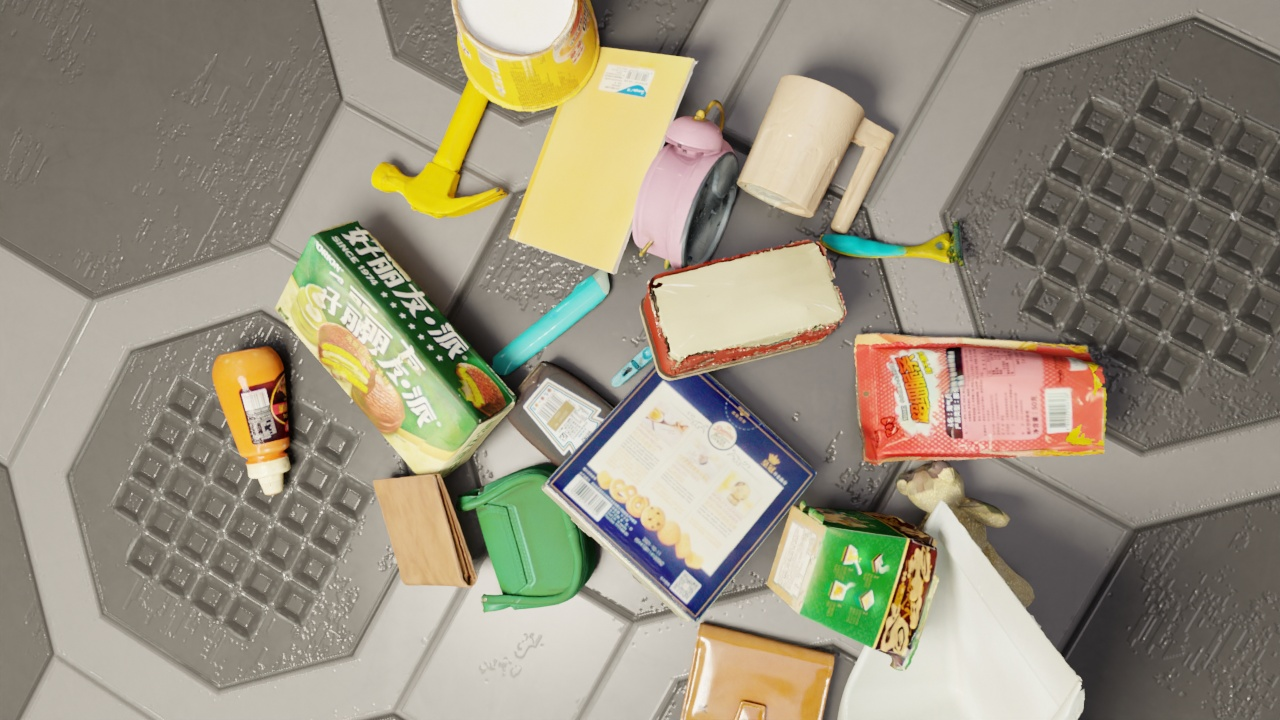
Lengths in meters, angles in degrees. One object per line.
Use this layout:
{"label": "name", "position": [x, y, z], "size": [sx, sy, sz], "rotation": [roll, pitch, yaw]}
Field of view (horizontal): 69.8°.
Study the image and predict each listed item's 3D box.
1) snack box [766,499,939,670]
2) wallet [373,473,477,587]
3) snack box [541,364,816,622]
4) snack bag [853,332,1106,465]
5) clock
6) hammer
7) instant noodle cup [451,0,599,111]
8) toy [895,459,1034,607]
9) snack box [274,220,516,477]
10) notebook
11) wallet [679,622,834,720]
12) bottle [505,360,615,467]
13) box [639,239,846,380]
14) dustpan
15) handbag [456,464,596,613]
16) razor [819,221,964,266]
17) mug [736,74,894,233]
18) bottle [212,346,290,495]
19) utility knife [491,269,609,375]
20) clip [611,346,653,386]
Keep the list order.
{"label": "snack box", "position": [0.178, 0.187, 0.803], "size": [0.105, 0.118, 0.117], "rotation": [17, 91, -12]}
{"label": "wallet", "position": [-0.210, 0.165, 0.885], "size": [0.101, 0.020, 0.115], "rotation": [-9, 99, 39]}
{"label": "snack box", "position": [0.036, 0.110, 0.839], "size": [0.178, 0.046, 0.182], "rotation": [43, 73, 3]}
{"label": "snack bag", "position": [0.300, 0.033, 0.824], "size": [0.208, 0.073, 0.128], "rotation": [-1, 63, 10]}
{"label": "clock", "position": [0.047, -0.160, 0.840], "size": [0.060, 0.117, 0.158], "rotation": [24, 94, 18]}
{"label": "hammer", "position": [-0.153, -0.282, 0.907], "size": [0.129, 0.033, 0.301], "rotation": [24, 93, 7]}
{"label": "instant noodle cup", "position": [-0.107, -0.308, 0.830], "size": [0.138, 0.110, 0.138], "rotation": [0, 90, 0]}
{"label": "toy", "position": [0.298, 0.161, 0.834], "size": [0.157, 0.066, 0.105], "rotation": [56, 138, 1]}
{"label": "snack box", "position": [-0.237, -0.008, 0.878], "size": [0.240, 0.063, 0.115], "rotation": [48, 128, 5]}
{"label": "notebook", "position": [-0.041, -0.195, 0.869], "size": [0.146, 0.010, 0.206], "rotation": [22, 92, 37]}
{"label": "wallet", "position": [0.108, 0.322, 0.870], "size": [0.131, 0.035, 0.119], "rotation": [11, 85, 8]}
{"label": "bottle", "position": [-0.038, 0.085, 0.884], "size": [0.195, 0.044, 0.080], "rotation": [39, 90, 5]}
{"label": "box", "position": [0.092, -0.046, 0.821], "size": [0.168, 0.081, 0.091], "rotation": [-14, 76, -9]}
{"label": "dustpan", "position": [0.231, 0.294, 0.753], "size": [0.142, 0.222, 0.258], "rotation": [-13, 117, -3]}
{"label": "handbag", "position": [-0.109, 0.172, 0.880], "size": [0.120, 0.068, 0.131], "rotation": [-18, 87, 8]}
{"label": "razor", "position": [0.233, -0.108, 0.856], "size": [0.132, 0.028, 0.043], "rotation": [2, 66, 4]}
{"label": "mug", "position": [0.162, -0.187, 0.848], "size": [0.124, 0.084, 0.103], "rotation": [23, 94, -19]}
{"label": "bottle", "position": [-0.384, 0.063, 0.924], "size": [0.067, 0.066, 0.149], "rotation": [-9, 95, 7]}
{"label": "utility knife", "position": [-0.087, -0.037, 0.907], "size": [0.151, 0.013, 0.029], "rotation": [-38, 82, 8]}
{"label": "clip", "position": [-0.006, 0.006, 0.892], "size": [0.057, 0.047, 0.014], "rotation": [-39, 86, 8]}
